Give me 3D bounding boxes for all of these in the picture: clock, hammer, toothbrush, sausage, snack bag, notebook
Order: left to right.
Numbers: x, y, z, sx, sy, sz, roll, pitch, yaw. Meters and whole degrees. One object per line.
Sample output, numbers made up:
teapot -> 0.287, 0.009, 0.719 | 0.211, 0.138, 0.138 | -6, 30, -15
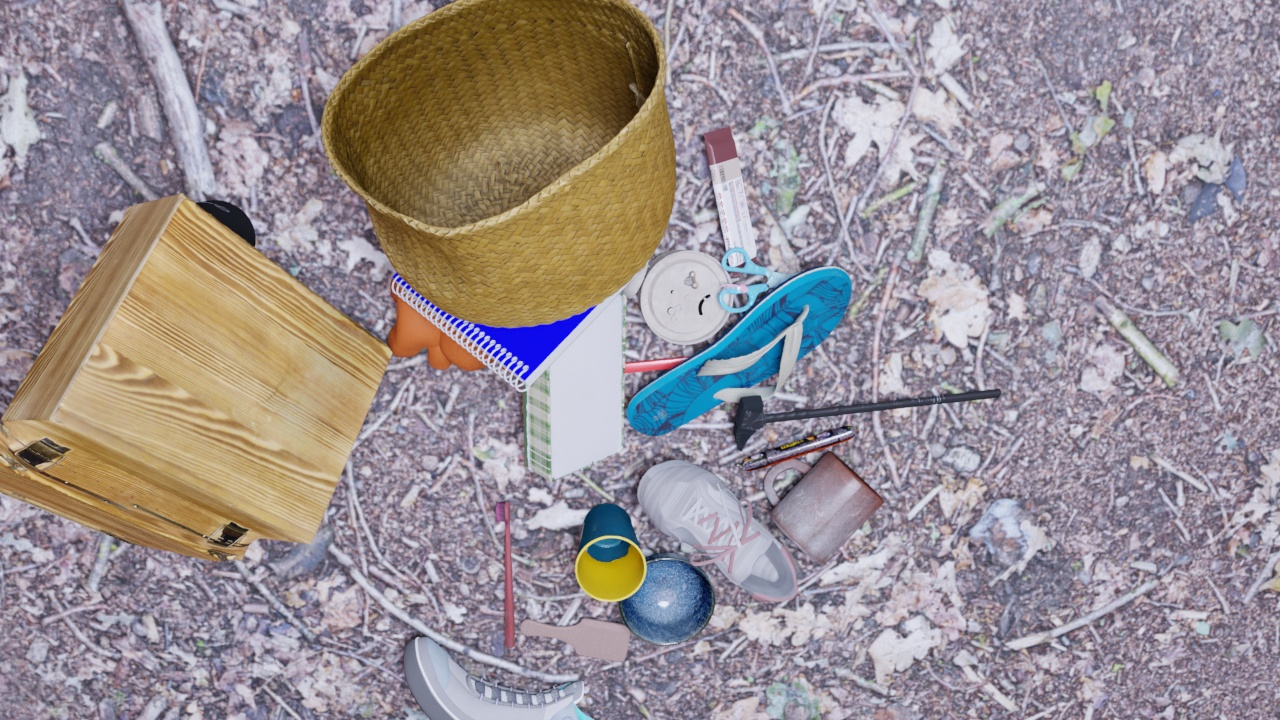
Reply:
toothbrush -> -0.163, 0.260, 1.111 | 0.016, 0.016, 0.190 | 0, 104, 1
notebook -> -0.133, -0.084, 0.936 | 0.209, 0.022, 0.171 | 35, 74, 28
toothbrush -> -0.006, 0.006, 1.063 | 0.212, 0.018, 0.012 | -6, 104, 1
clock -> 0.027, -0.082, 1.019 | 0.156, 0.061, 0.103 | 21, 99, -16
snack bag -> 0.100, -0.175, 1.010 | 0.013, 0.056, 0.158 | -2, 109, 39
sausage -> 0.187, 0.104, 1.085 | 0.155, 0.020, 0.020 | -19, 104, 9
hammer -> 0.268, 0.059, 1.078 | 0.324, 0.015, 0.095 | -6, 143, -9

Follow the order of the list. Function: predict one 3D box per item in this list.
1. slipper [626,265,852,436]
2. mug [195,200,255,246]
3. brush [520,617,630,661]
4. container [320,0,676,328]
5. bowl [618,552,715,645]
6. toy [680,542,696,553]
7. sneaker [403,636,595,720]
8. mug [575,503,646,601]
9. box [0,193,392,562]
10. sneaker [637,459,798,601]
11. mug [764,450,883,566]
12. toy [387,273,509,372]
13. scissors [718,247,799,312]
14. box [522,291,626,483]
slipper -> 0.119, 0.007, 1.024 | 0.295, 0.060, 0.118 | -34, 140, 8
mug -> -0.475, -0.131, 0.961 | 0.113, 0.088, 0.078 | 13, 102, -7
brush -> -0.081, 0.339, 1.138 | 0.135, 0.015, 0.050 | 10, 101, 0
container -> -0.112, -0.185, 0.863 | 0.307, 0.306, 0.197 | -21, 147, 1
bowl -> 0.030, 0.277, 1.104 | 0.114, 0.060, 0.114 | 0, 104, -2
toy -> 0.060, 0.176, 1.092 | 0.079, 0.038, 0.122 | -36, 111, -3
sneaker -> -0.161, 0.409, 1.117 | 0.160, 0.093, 0.257 | -34, 102, -4
mug -> -0.037, 0.213, 1.053 | 0.078, 0.121, 0.078 | -1, 103, -4
box -> -0.501, 0.050, 0.925 | 0.337, 0.285, 0.279 | -4, 148, 31
sneaker -> 0.100, 0.200, 1.042 | 0.236, 0.089, 0.099 | 40, 81, -25
mug -> 0.207, 0.161, 1.082 | 0.110, 0.096, 0.123 | -46, 72, 2
toy -> -0.194, -0.040, 0.998 | 0.176, 0.096, 0.112 | 11, 103, 17
scissors -> 0.141, -0.099, 1.022 | 0.141, 0.015, 0.076 | -14, 100, -34
box -> -0.072, 0.024, 1.003 | 0.117, 0.051, 0.206 | -22, 124, -40
